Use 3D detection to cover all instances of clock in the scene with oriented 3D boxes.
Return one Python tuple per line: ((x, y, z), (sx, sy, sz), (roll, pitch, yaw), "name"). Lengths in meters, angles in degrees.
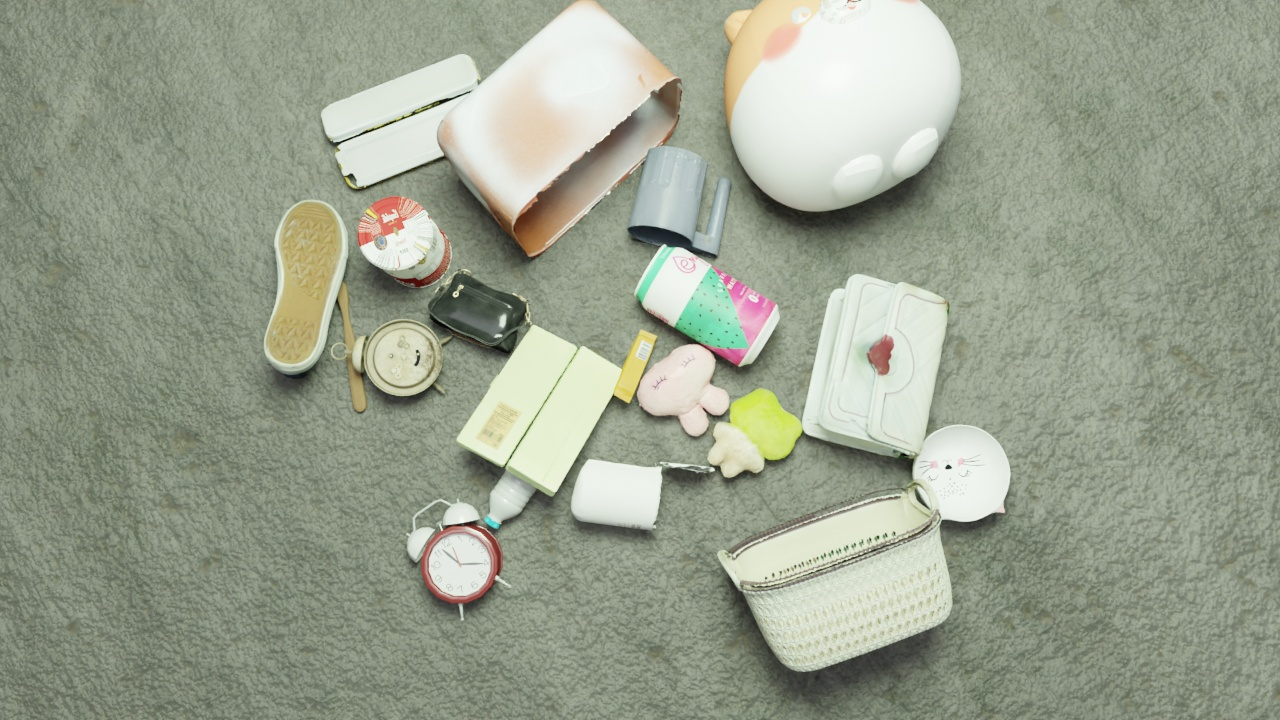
((-0.222, 0.234, 1.107), (0.096, 0.048, 0.137), (-34, 86, -3), "clock")
((-0.308, -0.004, 1.130), (0.141, 0.055, 0.093), (7, 84, -7), "clock")

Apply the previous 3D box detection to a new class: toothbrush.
((-0.363, -0.018, 1.151), (0.016, 0.016, 0.167), (-10, 86, -1), "toothbrush")

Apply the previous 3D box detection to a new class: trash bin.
((-0.098, -0.275, 1.095), (0.259, 0.181, 0.157), (-44, 84, -4), "trash bin")

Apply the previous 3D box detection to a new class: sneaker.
((-0.408, -0.084, 1.132), (0.087, 0.079, 0.235), (4, 66, -9), "sneaker")

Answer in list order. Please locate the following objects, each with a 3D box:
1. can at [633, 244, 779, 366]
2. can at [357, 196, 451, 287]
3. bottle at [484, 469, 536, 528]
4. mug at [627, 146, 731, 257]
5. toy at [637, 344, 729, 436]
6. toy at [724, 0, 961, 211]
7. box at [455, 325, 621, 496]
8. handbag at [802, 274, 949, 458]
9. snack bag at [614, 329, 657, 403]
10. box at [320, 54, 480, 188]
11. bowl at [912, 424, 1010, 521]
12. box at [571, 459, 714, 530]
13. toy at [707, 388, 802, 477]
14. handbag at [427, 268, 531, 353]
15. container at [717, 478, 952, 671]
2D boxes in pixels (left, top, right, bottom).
((0.081, -0.067, 1.117), (0.166, 0.088, 0.088), (31, 85, 3), "can")
((-0.283, -0.141, 1.112), (0.086, 0.116, 0.086), (0, 84, 0), "can")
((-0.144, 0.143, 1.118), (0.044, 0.044, 0.136), (34, 85, 3), "bottle")
((0.053, -0.196, 1.143), (0.123, 0.084, 0.104), (15, 81, -22), "mug")
((0.058, 0.038, 1.128), (0.108, 0.053, 0.105), (-44, 100, -5), "toy")
((0.221, -0.319, 1.060), (0.262, 0.266, 0.280), (-24, 69, -5), "toy")
((-0.118, 0.054, 1.103), (0.138, 0.030, 0.186), (30, 61, 3), "box")
((0.287, 0.008, 1.100), (0.142, 0.096, 0.198), (14, 77, -1), "handbag")
((-0.007, 0.007, 1.131), (0.026, 0.020, 0.099), (26, 63, -8), "snack bag")
((-0.295, -0.308, 1.172), (0.209, 0.045, 0.128), (-22, 82, -2), "box")
((0.382, 0.136, 1.114), (0.115, 0.050, 0.114), (0, 84, 0), "bowl")
((0.004, 0.157, 1.099), (0.165, 0.084, 0.094), (10, 76, 0), "box")
((0.135, 0.094, 1.121), (0.117, 0.043, 0.092), (-43, 91, -9), "toy")
((-0.197, -0.062, 1.136), (0.128, 0.054, 0.079), (23, 81, 5), "handbag")
((0.229, 0.243, 1.046), (0.251, 0.184, 0.143), (-20, 96, -1), "container")
